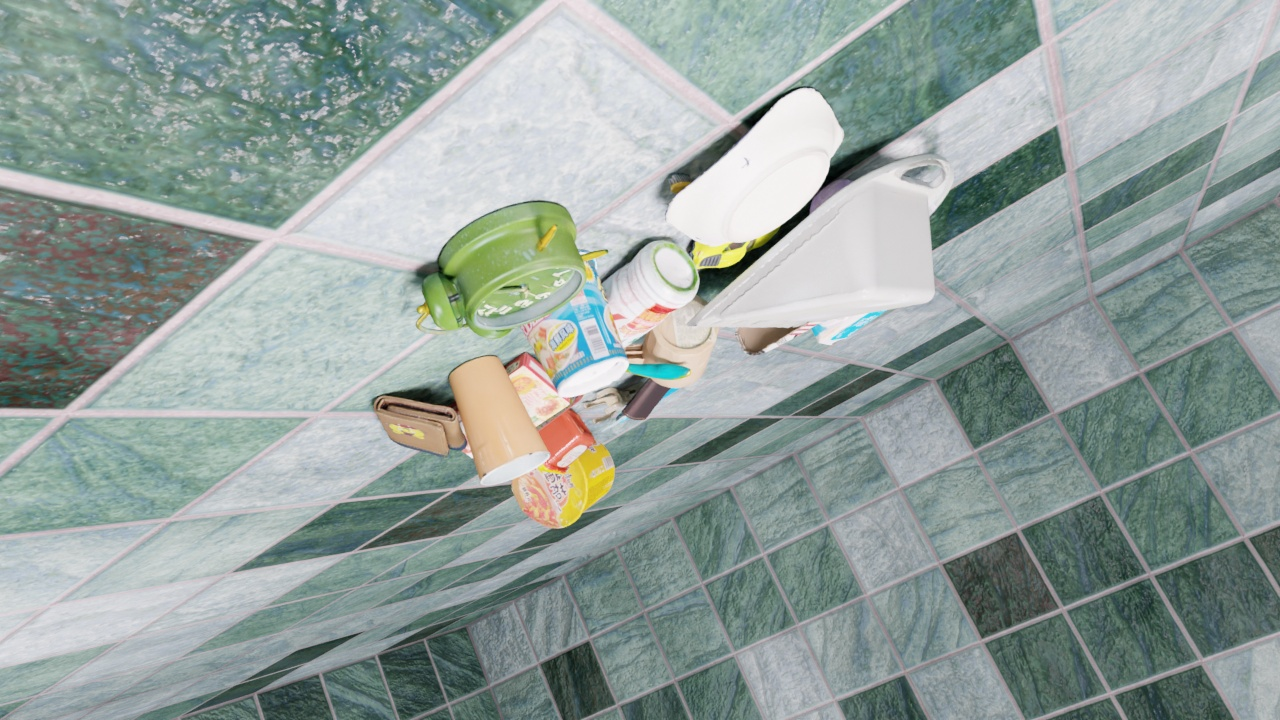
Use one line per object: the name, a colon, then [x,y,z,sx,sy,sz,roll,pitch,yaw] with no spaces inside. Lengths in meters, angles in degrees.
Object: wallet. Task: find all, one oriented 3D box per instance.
wallet: [0.029,0.033,1.283,0.122,0.020,0.096,-50,165,7]
wallet: [-0.236,0.071,0.994,0.090,0.033,0.115,12,158,-2]

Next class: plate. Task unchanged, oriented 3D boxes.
plate: [0.111,-0.153,0.803,0.164,0.034,0.163,-41,160,16]

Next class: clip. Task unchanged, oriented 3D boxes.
clip: [-0.042,0.064,1.328,0.083,0.034,0.104,-38,169,27]

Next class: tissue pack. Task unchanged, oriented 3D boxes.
tissue pack: [0.269,-0.088,1.198,0.063,0.090,0.140,-12,160,-42]

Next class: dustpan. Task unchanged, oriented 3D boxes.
dustpan: [0.208,-0.120,0.984,0.258,0.142,0.222,-7,177,40]

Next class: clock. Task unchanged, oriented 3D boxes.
clock: [-0.113,-0.065,0.749,0.161,0.056,0.116,-30,163,18]

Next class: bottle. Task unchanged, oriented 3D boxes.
bottle: [-0.024,-0.047,0.934,0.068,0.068,0.198,-10,163,-43]

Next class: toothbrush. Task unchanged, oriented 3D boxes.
toothbrush: [0.084,-0.156,0.834,0.016,0.018,0.191,-34,165,36]

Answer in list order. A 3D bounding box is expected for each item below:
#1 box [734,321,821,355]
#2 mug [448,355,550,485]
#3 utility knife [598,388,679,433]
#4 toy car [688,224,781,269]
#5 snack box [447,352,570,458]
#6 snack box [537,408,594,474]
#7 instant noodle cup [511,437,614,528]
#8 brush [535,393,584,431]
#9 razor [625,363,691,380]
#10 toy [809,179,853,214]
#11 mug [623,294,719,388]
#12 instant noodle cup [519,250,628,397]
box: [0.178,-0.079,1.153,0.163,0.076,0.088,-31,138,20]
mug: [-0.154,0.061,0.973,0.078,0.122,0.078,-22,164,-7]
utility knife: [0.002,0.066,1.351,0.190,0.018,0.034,-29,172,-43]
toy car: [0.099,-0.121,0.939,0.105,0.032,0.048,-23,164,-12]
snack box: [-0.159,0.057,1.054,0.153,0.025,0.075,-33,121,26]
snack box: [-0.114,0.112,1.288,0.080,0.082,0.091,-37,164,3]
instant noodle cup: [-0.113,0.178,1.421,0.138,0.138,0.109,-34,171,28]
brush: [-0.119,0.044,1.104,0.146,0.063,0.069,-35,-168,27]
razor: [-0.006,0.006,1.045,0.133,0.043,0.028,8,157,13]
toy: [0.219,-0.165,0.967,0.107,0.039,0.084,-6,138,-44]
mug: [0.026,-0.023,1.078,0.124,0.084,0.104,-1,159,-6]
instant noodle cup: [-0.063,-0.030,0.841,0.099,0.110,0.099,-23,164,-7]
